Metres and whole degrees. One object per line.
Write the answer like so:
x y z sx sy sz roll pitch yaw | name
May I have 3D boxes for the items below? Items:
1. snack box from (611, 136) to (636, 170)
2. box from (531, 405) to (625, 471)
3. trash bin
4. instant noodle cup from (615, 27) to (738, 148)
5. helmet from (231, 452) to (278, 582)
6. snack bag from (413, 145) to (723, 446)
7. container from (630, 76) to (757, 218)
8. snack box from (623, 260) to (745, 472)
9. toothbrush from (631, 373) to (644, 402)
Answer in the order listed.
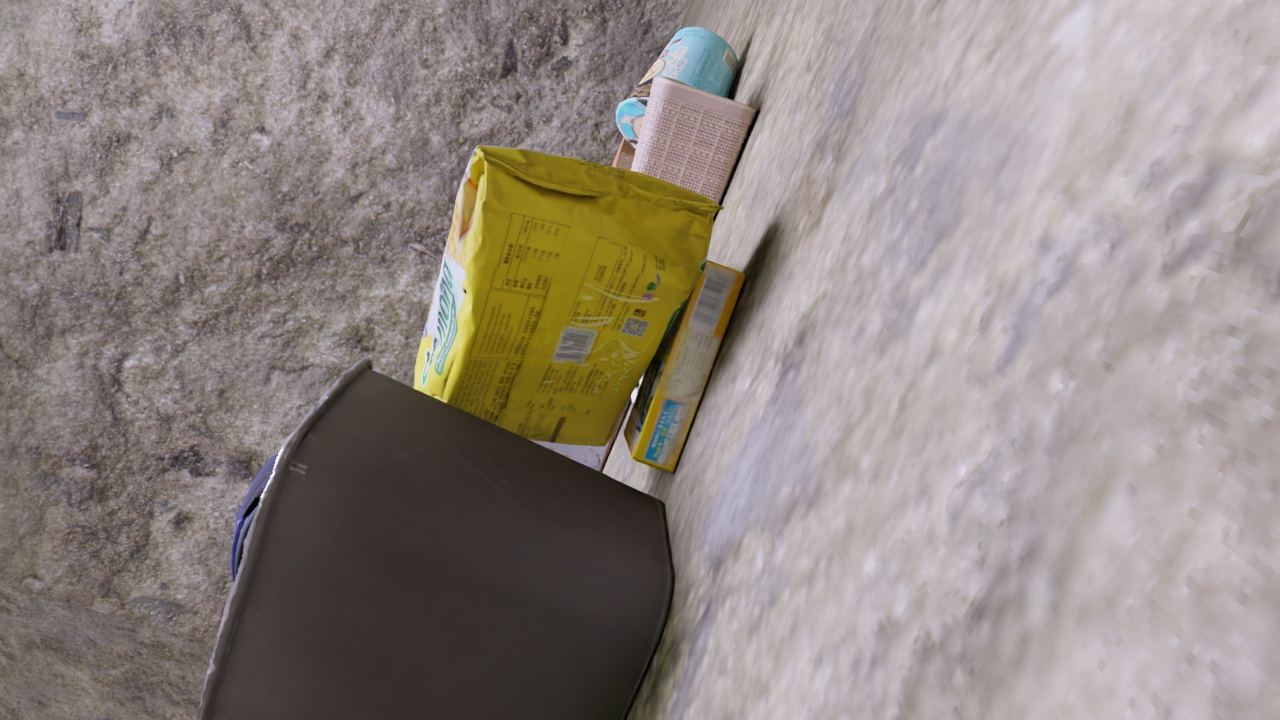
0.003 -0.186 1.056 0.076 0.093 0.095 -78 10 -47 | snack box
-0.122 0.055 1.005 0.157 0.180 0.218 -83 12 -66 | box
-0.112 0.138 0.557 0.199 0.219 0.199 -98 30 -74 | trash bin
0.047 -0.288 0.988 0.120 0.111 0.111 -65 5 -19 | instant noodle cup
-0.254 0.239 0.882 0.247 0.315 0.240 -32 22 -12 | helmet
-0.057 -0.027 0.609 0.247 0.158 0.068 117 154 -45 | snack bag
0.039 -0.184 0.816 0.089 0.090 0.111 -96 23 -73 | container
0.027 0.000 0.633 0.087 0.033 0.140 -132 64 -82 | snack box
-0.005 0.005 0.863 0.180 0.016 0.016 -102 32 -69 | toothbrush
